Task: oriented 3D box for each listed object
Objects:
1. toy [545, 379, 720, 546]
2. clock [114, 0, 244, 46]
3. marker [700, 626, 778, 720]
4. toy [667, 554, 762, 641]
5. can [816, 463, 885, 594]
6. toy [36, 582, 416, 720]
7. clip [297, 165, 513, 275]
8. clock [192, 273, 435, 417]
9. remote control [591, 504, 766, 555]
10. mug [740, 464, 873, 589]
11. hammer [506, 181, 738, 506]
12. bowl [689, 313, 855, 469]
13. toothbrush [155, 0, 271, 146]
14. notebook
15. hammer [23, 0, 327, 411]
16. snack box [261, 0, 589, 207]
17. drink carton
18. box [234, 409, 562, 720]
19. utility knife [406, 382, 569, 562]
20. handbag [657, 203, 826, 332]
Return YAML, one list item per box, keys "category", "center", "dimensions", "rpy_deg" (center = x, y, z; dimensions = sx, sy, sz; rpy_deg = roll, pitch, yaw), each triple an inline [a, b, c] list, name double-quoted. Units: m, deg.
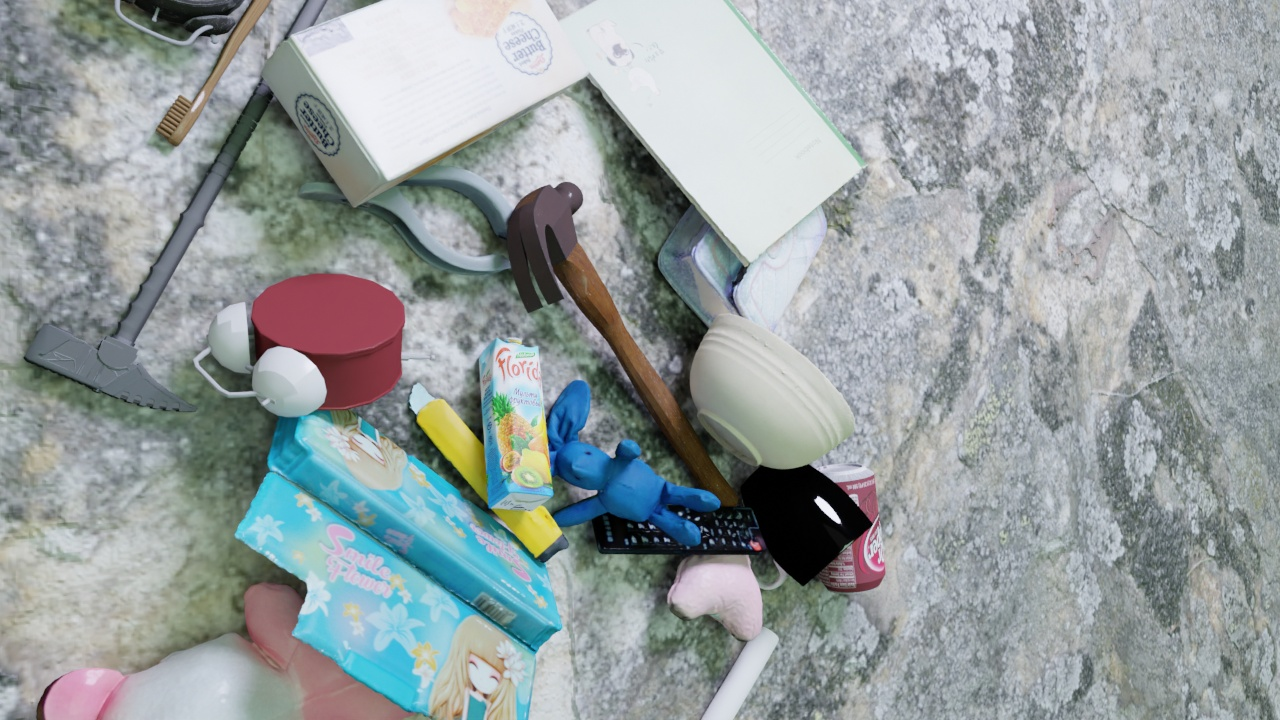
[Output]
- category: "toy"
  center: [-0.024, 0.084, 0.707]
  dimensions: [0.176, 0.071, 0.112]
  rpy_deg: [23, 80, 4]
- category: "clock"
  center: [-0.287, -0.251, 0.568]
  dimensions: [0.091, 0.044, 0.122]
  rpy_deg: [20, 77, -34]
- category: "marker"
  center: [0.080, 0.297, 0.809]
  dimensions: [0.132, 0.023, 0.027]
  rpy_deg: [-52, 136, -25]
- category: "toy"
  center: [0.068, 0.185, 0.789]
  dimensions: [0.099, 0.053, 0.095]
  rpy_deg: [27, 55, -27]
- category: "can"
  center: [0.195, 0.158, 0.872]
  dimensions: [0.063, 0.063, 0.114]
  rpy_deg: [-8, 92, -35]
- category: "toy"
  center: [-0.230, 0.212, 0.560]
  dimensions: [0.212, 0.084, 0.142]
  rpy_deg: [-20, 99, -37]
- category: "clip"
  center: [-0.154, -0.129, 0.667]
  dimensions: [0.163, 0.028, 0.107]
  rpy_deg: [24, 73, -33]
- category: "clock"
  center: [-0.206, -0.009, 0.578]
  dimensions: [0.137, 0.096, 0.048]
  rpy_deg: [-26, 140, -42]
- category: "remote control"
  center: [0.031, 0.143, 0.761]
  dimensions: [0.150, 0.022, 0.047]
  rpy_deg: [6, 43, -22]
- category: "mug"
  center: [0.129, 0.146, 0.819]
  dimensions: [0.100, 0.119, 0.084]
  rpy_deg: [49, 18, 17]
- category: "hammer"
  center: [-0.004, 0.004, 0.747]
  dimensions: [0.323, 0.033, 0.115]
  rpy_deg: [57, 31, -24]
- category: "bowl"
  center: [0.096, 0.039, 0.767]
  dimensions: [0.075, 0.151, 0.151]
  rpy_deg: [-48, 114, -13]
- category: "toothbrush"
  center: [-0.265, -0.210, 0.599]
  dimensions: [0.016, 0.016, 0.166]
  rpy_deg: [36, 69, -34]
- category: "notebook"
  center: [0.066, -0.223, 0.788]
  dimensions: [0.181, 0.010, 0.252]
  rpy_deg: [-40, 91, -30]
- category: "hammer"
  center: [-0.265, -0.123, 0.597]
  dimensions: [0.095, 0.015, 0.324]
  rpy_deg: [31, 70, -29]
- category: "snack box"
  center: [-0.140, -0.199, 0.637]
  dimensions: [0.207, 0.058, 0.104]
  rpy_deg: [-42, 105, -38]
- category: "drink carton"
  center: [-0.093, 0.044, 0.668]
  dimensions: [0.044, 0.039, 0.128]
  rpy_deg: [11, 56, -33]
- category: "box"
  center: [-0.142, 0.129, 0.582]
  dimensions: [0.056, 0.185, 0.227]
  rpy_deg: [-40, 116, 14]
- category: "utility knife"
  center: [-0.113, 0.081, 0.669]
  dimensions: [0.030, 0.017, 0.163]
  rpy_deg: [-42, 96, -26]
- category: "handbag"
  center: [0.104, -0.102, 0.822]
  dimensions: [0.126, 0.069, 0.158]
  rpy_deg: [47, 61, -26]
